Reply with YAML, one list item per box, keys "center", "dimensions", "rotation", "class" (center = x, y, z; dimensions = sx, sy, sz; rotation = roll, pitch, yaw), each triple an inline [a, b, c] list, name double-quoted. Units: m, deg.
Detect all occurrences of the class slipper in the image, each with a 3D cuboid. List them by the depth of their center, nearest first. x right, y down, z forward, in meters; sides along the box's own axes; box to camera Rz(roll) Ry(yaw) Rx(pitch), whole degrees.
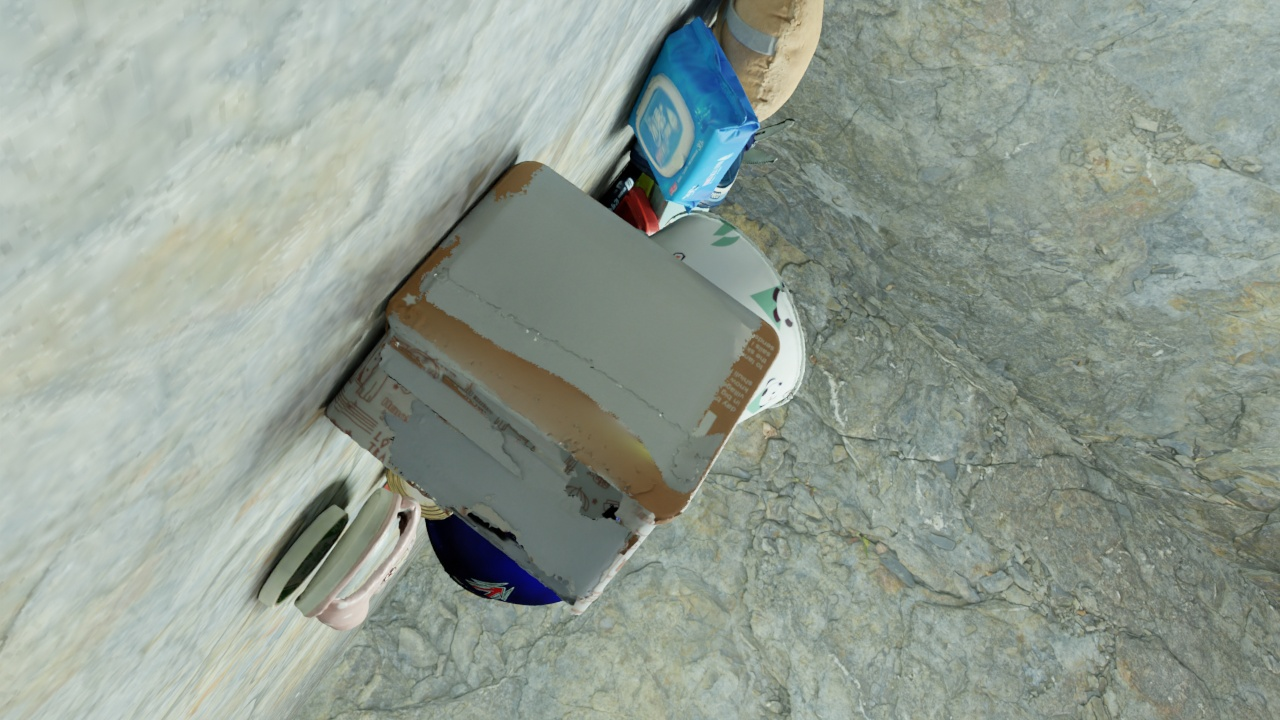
- center: [-0.224, 0.165, 0.737]
  dimensions: [0.114, 0.054, 0.275]
  rotation: [-58, -170, -26]
  class: "slipper"
- center: [0.074, -0.242, 0.970]
  dimensions: [0.095, 0.105, 0.252]
  rotation: [-56, 180, 33]
  class: "slipper"

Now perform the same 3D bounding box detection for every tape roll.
- center: [-0.252, 0.146, 0.688]
  dimensions: [0.086, 0.014, 0.086]
  rotation: [-54, -178, 2]
  class: "tape roll"

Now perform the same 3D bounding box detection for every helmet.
- center: [-0.105, 0.129, 1.087]
  dimensions: [0.241, 0.247, 0.314]
  rotation: [-33, -151, 33]
  class: "helmet"

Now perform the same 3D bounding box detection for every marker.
- center: [-0.021, -0.186, 0.979]
  dimensions: [0.022, 0.020, 0.131]
  rotation: [-8, -137, 57]
  class: "marker"

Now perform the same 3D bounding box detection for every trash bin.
- center: [-0.005, 0.005, 0.910]
  dimensions: [0.251, 0.229, 0.230]
  rotation: [-31, 171, -26]
  class: "trash bin"

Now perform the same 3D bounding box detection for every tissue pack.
- center: [0.036, -0.187, 0.728]
  dimensions: [0.052, 0.095, 0.157]
  rotation: [-23, 169, -21]
  class: "tissue pack"

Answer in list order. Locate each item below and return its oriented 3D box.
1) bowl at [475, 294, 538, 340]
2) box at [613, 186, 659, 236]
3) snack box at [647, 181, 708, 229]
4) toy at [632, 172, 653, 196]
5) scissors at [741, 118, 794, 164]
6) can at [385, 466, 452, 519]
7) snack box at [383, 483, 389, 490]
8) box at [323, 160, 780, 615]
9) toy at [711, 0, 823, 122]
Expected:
- center: [-0.088, -0.032, 0.681]
  dimensions: [0.116, 0.066, 0.116]
  rotation: [-56, 180, 0]
  class: "bowl"
- center: [-0.062, -0.111, 1.075]
  dimensions: [0.101, 0.095, 0.202]
  rotation: [-6, 151, -30]
  class: "box"
- center: [0.033, -0.162, 1.073]
  dimensions: [0.074, 0.051, 0.175]
  rotation: [-96, -157, -43]
  class: "snack box"
- center: [-0.007, -0.202, 1.112]
  dimensions: [0.096, 0.031, 0.100]
  rotation: [-52, -178, -11]
  class: "toy"
- center: [0.087, -0.258, 1.115]
  dimensions: [0.189, 0.015, 0.225]
  rotation: [-37, -142, 13]
  class: "scissors"
- center: [-0.180, 0.089, 0.865]
  dimensions: [0.075, 0.075, 0.110]
  rotation: [-53, -178, 35]
  class: "can"
- center: [-0.215, 0.090, 0.961]
  dimensions: [0.152, 0.025, 0.075]
  rotation: [-54, -177, -20]
  class: "snack box"
- center: [-0.041, 0.003, 0.506]
  dimensions: [0.185, 0.182, 0.154]
  rotation: [-51, -177, 4]
  class: "box"
- center: [0.098, -0.284, 0.776]
  dimensions: [0.225, 0.082, 0.144]
  rotation: [-93, -156, -66]
  class: "toy"
